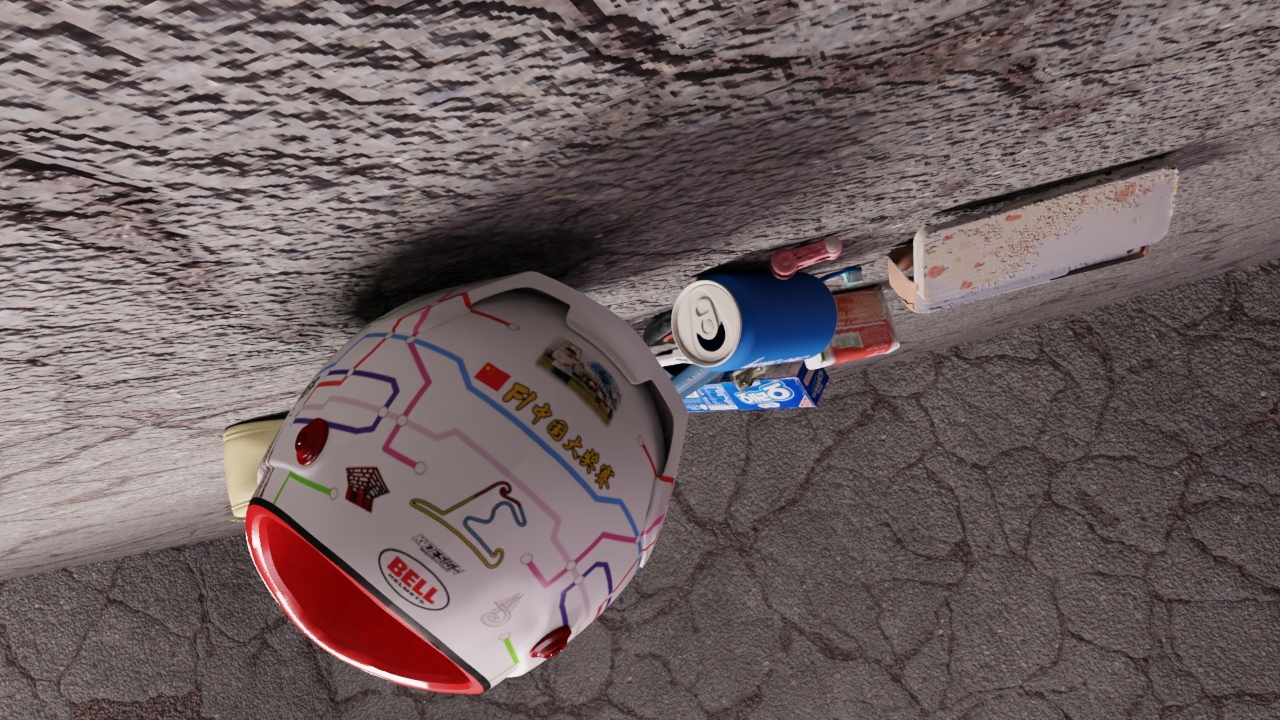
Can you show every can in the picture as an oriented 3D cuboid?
[{"bbox_3d":[0.099,-0.035,0.773,0.079,0.079,0.145,-20,171,42],"label":"can"}]

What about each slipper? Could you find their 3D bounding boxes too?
[{"bbox_3d":[0.050,0.016,1.177,0.214,0.059,0.103,-33,168,21],"label":"slipper"}]

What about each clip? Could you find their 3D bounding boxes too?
[{"bbox_3d":[0.130,-0.080,0.718,0.058,0.022,0.037,-17,169,7],"label":"clip"}]

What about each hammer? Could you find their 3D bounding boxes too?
[{"bbox_3d":[0.096,-0.019,1.004,0.133,0.033,0.332,-36,160,23],"label":"hammer"}]

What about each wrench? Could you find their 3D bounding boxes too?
[{"bbox_3d":[-0.006,0.006,0.981,0.047,0.009,0.274,10,171,-24],"label":"wrench"}]

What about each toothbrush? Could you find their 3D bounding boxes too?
[{"bbox_3d":[0.151,-0.069,0.865,0.132,0.016,0.021,-13,171,-14],"label":"toothbrush"}]

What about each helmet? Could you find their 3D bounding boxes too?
[{"bbox_3d":[-0.108,0.075,0.595,0.235,0.231,0.315,-53,-171,-32],"label":"helmet"}]

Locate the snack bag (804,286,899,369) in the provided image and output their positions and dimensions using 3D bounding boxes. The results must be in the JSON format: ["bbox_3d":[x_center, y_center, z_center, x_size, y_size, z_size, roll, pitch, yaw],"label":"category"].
[{"bbox_3d":[0.229,-0.037,1.028,0.115,0.077,0.036,-11,171,-24],"label":"snack bag"}]

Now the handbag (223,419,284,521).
[{"bbox_3d":[-0.343,0.116,0.984,0.190,0.088,0.233,-7,171,-19],"label":"handbag"}]

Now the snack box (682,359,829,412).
[{"bbox_3d":[0.139,0.030,1.230,0.227,0.059,0.059,-7,-141,46],"label":"snack box"}]

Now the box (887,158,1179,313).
[{"bbox_3d":[0.325,-0.112,0.783,0.216,0.096,0.105,-15,-152,0],"label":"box"}]
